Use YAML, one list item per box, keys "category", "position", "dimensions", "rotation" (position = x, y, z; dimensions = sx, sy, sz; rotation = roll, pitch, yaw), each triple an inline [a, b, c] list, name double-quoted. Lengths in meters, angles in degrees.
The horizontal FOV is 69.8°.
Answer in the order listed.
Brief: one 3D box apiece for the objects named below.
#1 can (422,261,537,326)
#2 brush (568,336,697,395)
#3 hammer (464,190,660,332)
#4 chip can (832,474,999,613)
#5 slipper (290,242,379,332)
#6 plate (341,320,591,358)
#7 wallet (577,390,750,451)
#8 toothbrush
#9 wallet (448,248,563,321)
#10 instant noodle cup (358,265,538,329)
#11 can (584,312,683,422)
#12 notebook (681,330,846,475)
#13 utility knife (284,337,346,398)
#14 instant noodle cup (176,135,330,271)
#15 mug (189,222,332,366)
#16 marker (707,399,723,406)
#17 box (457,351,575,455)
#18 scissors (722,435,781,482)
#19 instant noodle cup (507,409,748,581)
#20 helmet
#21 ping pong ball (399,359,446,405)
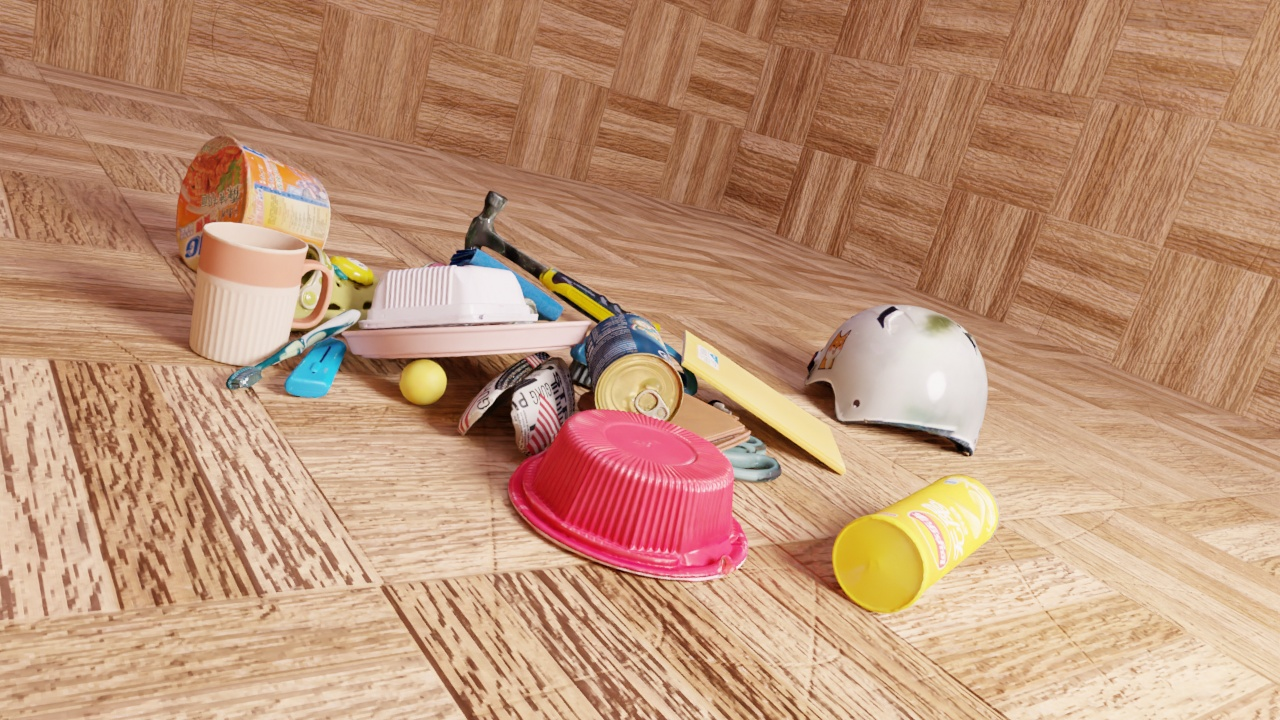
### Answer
- category: "can"
  position: [-0.196, -0.068, 1.084]
  dimensions: [0.147, 0.058, 0.057]
  rotation: [22, 16, 23]
- category: "brush"
  position: [-0.006, 0.006, 0.987]
  dimensions: [0.144, 0.074, 0.055]
  rotation: [19, 21, 4]
- category: "hammer"
  position: [-0.114, -0.104, 1.247]
  dimensions: [0.323, 0.126, 0.031]
  rotation: [33, 13, 20]
- category: "chip can"
  position: [0.231, 0.143, 0.746]
  dimensions: [0.072, 0.072, 0.213]
  rotation: [26, 17, 32]
- category: "slipper"
  position: [-0.329, -0.074, 0.923]
  dimensions: [0.092, 0.082, 0.190]
  rotation: [29, 21, 31]
- category: "plate"
  position: [-0.160, -0.020, 0.863]
  dimensions: [0.229, 0.028, 0.229]
  rotation: [-2, 2, 0]
- category: "wallet"
  position: [0.023, 0.054, 0.858]
  dimensions: [0.132, 0.031, 0.107]
  rotation: [25, 25, 37]
- category: "toothbrush"
  position: [-0.295, -0.013, 0.804]
  dimensions: [0.018, 0.016, 0.191]
  rotation: [3, 21, 15]
- category: "wallet"
  position: [-0.167, -0.093, 1.136]
  dimensions: [0.133, 0.040, 0.106]
  rotation: [35, -11, -24]
- category: "instant noodle cup"
  position: [-0.196, -0.064, 0.953]
  dimensions: [0.138, 0.060, 0.173]
  rotation: [-2, 1, 15]
- category: "can"
  position: [-0.009, 0.009, 0.816]
  dimensions: [0.075, 0.075, 0.111]
  rotation: [13, 19, -13]
- category: "notebook"
  position: [0.131, 0.041, 1.004]
  dimensions: [0.206, 0.010, 0.145]
  rotation: [34, 14, -5]
- category: "utility knife"
  position: [-0.284, 0.001, 0.816]
  dimensions: [0.034, 0.018, 0.159]
  rotation: [12, 14, -13]
- category: "instant noodle cup"
  position: [-0.429, -0.163, 1.028]
  dimensions: [0.151, 0.151, 0.111]
  rotation: [27, 10, 36]
- category: "mug"
  position: [-0.329, -0.057, 0.804]
  dimensions: [0.114, 0.106, 0.082]
  rotation: [1, 21, -45]
- category: "marker"
  position: [0.070, 0.056, 0.999]
  dimensions: [0.018, 0.015, 0.124]
  rotation: [24, 15, 15]
- category: "box"
  position: [-0.112, 0.034, 0.817]
  dimensions: [0.087, 0.076, 0.162]
  rotation: [-3, 13, 13]
- category: "scissors"
  position: [0.048, 0.074, 0.898]
  dimensions: [0.185, 0.019, 0.129]
  rotation: [18, 16, 2]
- category: "instant noodle cup"
  position: [-0.002, 0.090, 0.701]
  dimensions: [0.194, 0.066, 0.193]
  rotation: [14, 15, -4]
- category: "helmet"
  position: [0.348, 0.004, 1.211]
  dimensions: [0.230, 0.157, 0.273]
  rotation: [16, 15, -3]
- category: "ping pong ball"
  position: [-0.191, 0.019, 0.804]
  dimensions: [0.040, 0.040, 0.040]
  rotation: [15, 15, -4]
